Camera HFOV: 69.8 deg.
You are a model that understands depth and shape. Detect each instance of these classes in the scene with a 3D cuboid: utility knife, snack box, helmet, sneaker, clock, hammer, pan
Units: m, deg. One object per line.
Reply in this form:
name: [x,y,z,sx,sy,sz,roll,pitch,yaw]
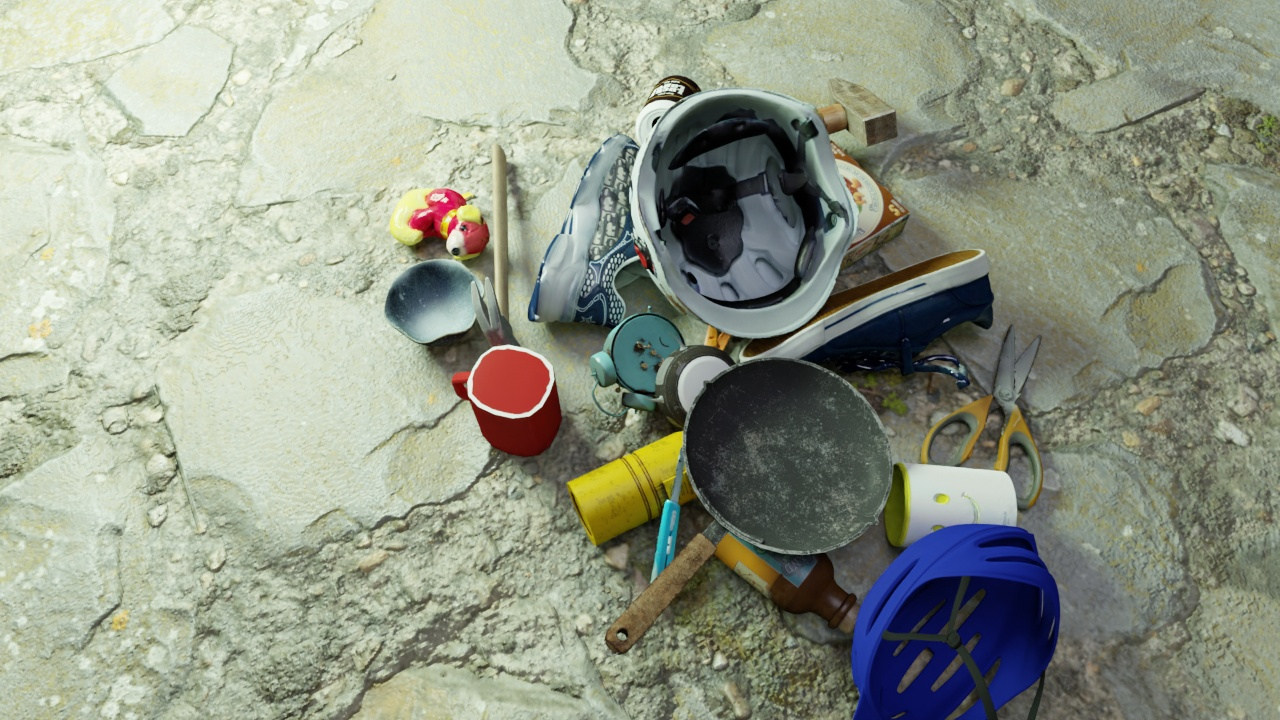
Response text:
utility knife: [0.026,0.161,0.889,0.022,0.015,0.158,6,94,-29]
snack box: [0.220,-0.179,1.106,0.146,0.041,0.143,-31,66,-16]
helmet: [0.287,0.245,0.772,0.241,0.228,0.148,-42,102,-7]
sneaker: [0.256,-0.017,1.001,0.294,0.120,0.127,-19,103,-6]
clock: [0.067,0.031,0.958,0.122,0.044,0.091,27,81,-19]
clock: [-0.006,0.006,0.983,0.090,0.053,0.124,43,73,-15]
helmet: [0.096,-0.151,1.002,0.236,0.164,0.264,-15,91,-13]
hammer: [-0.159,-0.136,1.063,0.031,0.119,0.330,-13,52,10]
hammer: [0.147,-0.276,1.144,0.301,0.037,0.157,-18,34,-1]
pan: [0.087,0.140,0.850,0.207,0.040,0.356,40,65,15]
sneaker: [-0.029,-0.140,1.069,0.132,0.103,0.268,22,63,-4]

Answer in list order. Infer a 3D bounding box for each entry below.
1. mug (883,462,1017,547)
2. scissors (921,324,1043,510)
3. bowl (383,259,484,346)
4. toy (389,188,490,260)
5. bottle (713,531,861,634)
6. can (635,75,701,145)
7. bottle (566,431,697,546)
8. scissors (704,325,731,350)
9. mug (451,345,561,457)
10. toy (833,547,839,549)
mug: [0.302,0.145,0.902,0.106,0.083,0.082,4,61,2]
scissors: [0.398,0.059,0.987,0.166,0.016,0.224,37,67,18]
bowl: [-0.228,-0.056,1.033,0.110,0.055,0.110,0,60,0]
toy: [-0.234,-0.168,1.098,0.137,0.067,0.105,26,61,28]
bottle: [0.143,0.201,0.881,0.157,0.068,0.067,36,67,18]
can: [0.038,-0.301,1.133,0.072,0.072,0.128,10,33,5]
bottle: [0.015,0.121,0.925,0.163,0.071,0.071,-24,63,-12]
scissors: [0.066,-0.002,1.027,0.084,0.012,0.132,7,62,4]
mug: [-0.144,0.039,0.956,0.116,0.097,0.080,17,63,10]
toy: [0.188,0.128,0.934,0.095,0.065,0.127,-3,69,7]
